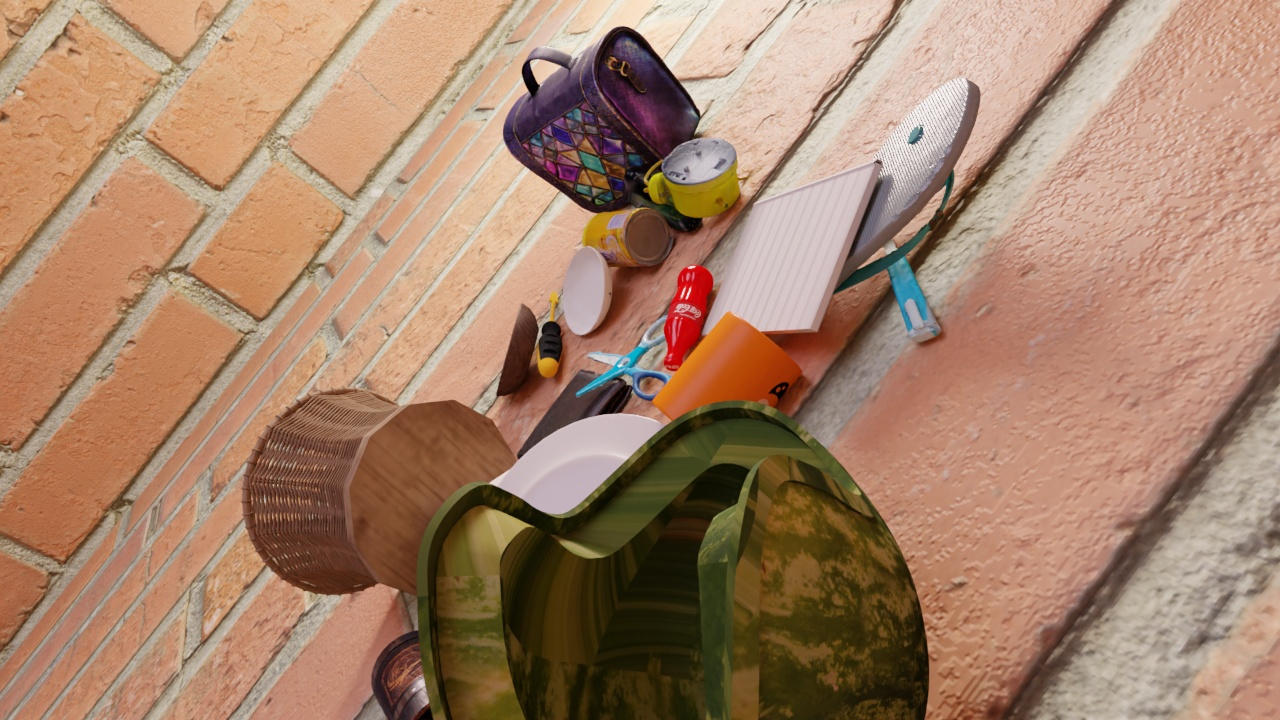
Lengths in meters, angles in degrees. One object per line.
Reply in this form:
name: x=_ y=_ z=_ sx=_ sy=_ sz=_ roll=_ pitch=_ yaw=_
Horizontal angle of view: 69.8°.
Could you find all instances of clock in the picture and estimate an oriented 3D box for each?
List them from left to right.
clock: x=0.057 y=-0.204 z=1.010 sx=0.119 sy=0.057 sz=0.083 roll=19 pitch=57 yaw=31

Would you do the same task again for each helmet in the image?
helmet: x=0.033 y=0.146 z=0.463 sx=0.214 sy=0.246 sz=0.243 roll=-11 pitch=87 yaw=29

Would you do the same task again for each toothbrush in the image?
toothbrush: x=-0.110 y=-0.037 z=1.131 sx=0.196 sy=0.031 sz=0.031 roll=-94 pitch=18 yaw=-58

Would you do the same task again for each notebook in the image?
notebook: x=0.122 y=-0.088 z=0.788 sx=0.142 sy=0.009 sz=0.210 roll=-67 pitch=17 yaw=-7

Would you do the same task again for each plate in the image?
plate: x=-0.046 y=0.151 z=0.718 sx=0.243 sy=0.016 sz=0.242 roll=-16 pitch=57 yaw=25
plate: x=-0.057 y=-0.081 z=1.080 sx=0.104 sy=0.026 sz=0.104 roll=-8 pitch=81 yaw=59

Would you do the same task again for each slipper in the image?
slipper: x=0.182 y=-0.096 z=0.728 sx=0.270 sy=0.054 sz=0.098 roll=-50 pitch=20 yaw=34

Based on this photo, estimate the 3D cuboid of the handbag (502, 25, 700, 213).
handbag: x=-0.061 y=-0.315 z=1.187 sx=0.205 sy=0.222 sz=0.125 roll=-16 pitch=44 yaw=49

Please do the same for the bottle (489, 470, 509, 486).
bottle: x=-0.147 y=0.149 z=0.871 sx=0.145 sy=0.051 sz=0.051 roll=-33 pitch=14 yaw=-35

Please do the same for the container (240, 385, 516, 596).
container: x=-0.258 y=0.136 z=0.940 sx=0.197 sy=0.227 sz=0.226 roll=-5 pitch=51 yaw=46

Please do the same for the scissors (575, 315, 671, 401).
scissors: x=-0.005 y=0.006 z=0.911 sx=0.134 sy=0.011 sz=0.137 roll=-31 pitch=38 yaw=1

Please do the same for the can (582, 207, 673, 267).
can: x=-0.017 y=-0.143 z=1.077 sx=0.067 sy=0.067 sz=0.105 roll=-58 pitch=28 yaw=-14

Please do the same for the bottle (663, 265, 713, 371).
bottle: x=0.043 y=-0.040 z=0.894 sx=0.036 sy=0.036 sz=0.118 roll=-23 pitch=38 yaw=42

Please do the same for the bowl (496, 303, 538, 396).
bowl: x=-0.146 y=-0.010 z=1.116 sx=0.118 sy=0.030 sz=0.118 roll=-166 pitch=92 yaw=-83

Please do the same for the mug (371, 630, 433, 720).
mug: x=-0.161 y=0.279 z=0.780 sx=0.115 sy=0.080 sz=0.107 roll=-30 pitch=23 yaw=-19

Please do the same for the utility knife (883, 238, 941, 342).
utility knife: x=0.204 y=-0.073 z=0.717 sx=0.022 sy=0.015 sz=0.180 roll=-32 pitch=31 yaw=25

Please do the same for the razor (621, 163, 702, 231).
razor: x=0.025 y=-0.190 z=1.079 sx=0.054 sy=0.067 sz=0.151 roll=-50 pitch=35 yaw=6

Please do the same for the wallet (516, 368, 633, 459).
wallet: x=-0.068 y=0.065 z=0.944 sx=0.119 sy=0.031 sz=0.099 roll=-55 pitch=30 yaw=-14

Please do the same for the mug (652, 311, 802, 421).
mug: x=0.069 y=0.021 z=0.752 sx=0.096 sy=0.077 sz=0.112 roll=-50 pitch=-1 yaw=1
